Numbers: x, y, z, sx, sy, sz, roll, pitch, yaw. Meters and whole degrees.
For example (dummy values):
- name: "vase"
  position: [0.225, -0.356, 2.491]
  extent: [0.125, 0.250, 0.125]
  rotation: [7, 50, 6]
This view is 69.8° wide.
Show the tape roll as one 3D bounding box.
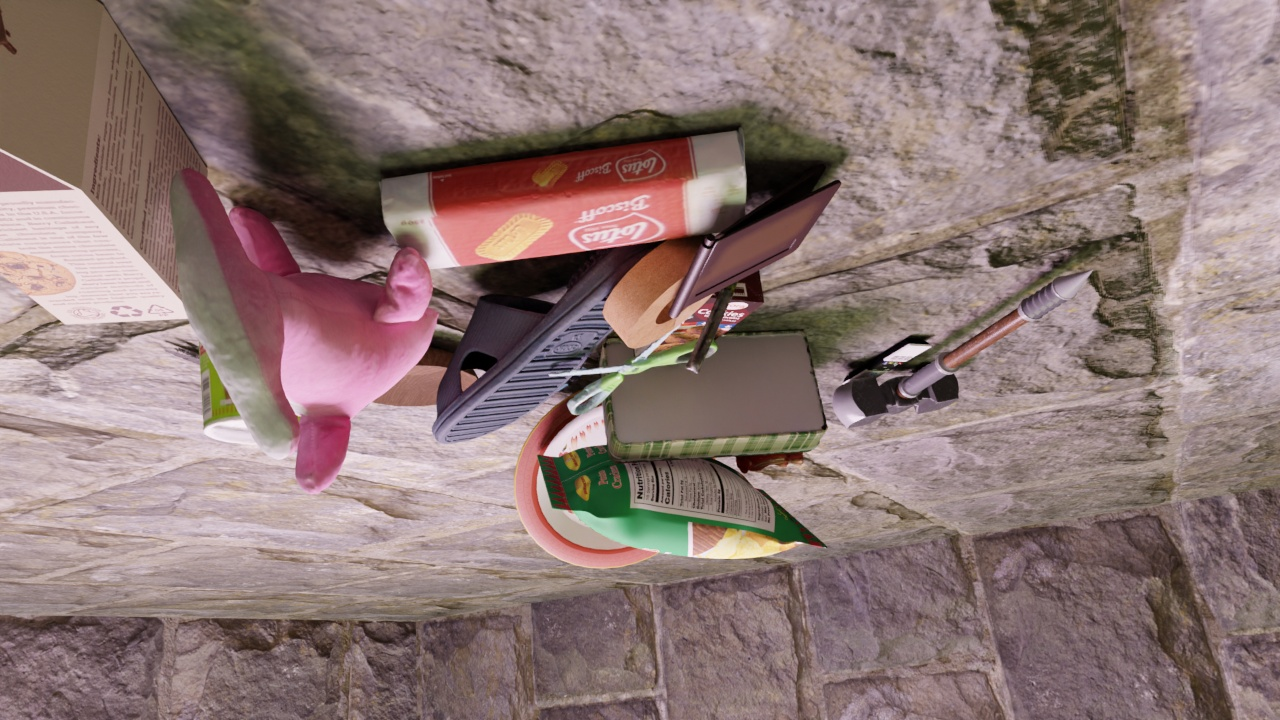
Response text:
- name: "tape roll"
  position: [0.019, -0.050, 0.643]
  extent: [0.094, 0.027, 0.094]
  rotation: [-37, 166, -11]

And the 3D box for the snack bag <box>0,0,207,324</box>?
- name: "snack bag"
  position: [-0.272, -0.101, 0.421]
  extent: [0.070, 0.094, 0.207]
  rotation: [-3, 160, -7]

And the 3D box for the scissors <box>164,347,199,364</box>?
- name: "scissors"
  position: [-0.372, 0.018, 0.843]
  extent: [0.169, 0.012, 0.133]
  rotation: [8, 155, -41]

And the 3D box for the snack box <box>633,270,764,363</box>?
- name: "snack box"
  position: [0.045, -0.038, 0.782]
  extent: [0.051, 0.031, 0.141]
  rotation: [4, 158, -25]

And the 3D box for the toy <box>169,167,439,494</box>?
- name: "toy"
  position: [-0.186, -0.023, 0.561]
  extent: [0.128, 0.186, 0.266]
  rotation: [-20, 176, -4]

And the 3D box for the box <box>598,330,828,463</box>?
- name: "box"
  position: [0.066, 0.033, 0.863]
  extent: [0.205, 0.117, 0.050]
  rotation: [-4, 151, -10]

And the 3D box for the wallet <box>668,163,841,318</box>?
- name: "wallet"
  position: [0.074, -0.077, 0.604]
  extent: [0.115, 0.018, 0.092]
  rotation: [-33, 165, -25]

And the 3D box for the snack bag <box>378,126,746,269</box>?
- name: "snack bag"
  position: [-0.044, -0.098, 0.579]
  extent: [0.225, 0.041, 0.077]
  rotation: [-6, 159, 3]

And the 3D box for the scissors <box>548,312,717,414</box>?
- name: "scissors"
  position: [-0.005, 0.005, 0.751]
  extent: [0.171, 0.021, 0.173]
  rotation: [-6, 160, -38]

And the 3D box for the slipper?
- name: "slipper"
  position: [-0.084, -0.029, 0.703]
  extent: [0.264, 0.082, 0.101]
  rotation: [-41, 165, 27]

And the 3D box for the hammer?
- name: "hammer"
  position: [0.322, -0.012, 0.894]
  extent: [0.155, 0.043, 0.323]
  rotation: [-9, 161, -21]

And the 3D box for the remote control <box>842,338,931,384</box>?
- name: "remote control"
  position: [0.262, 0.002, 0.985]
  extent: [0.028, 0.011, 0.124]
  rotation: [2, 159, -21]

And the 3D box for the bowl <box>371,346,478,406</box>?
- name: "bowl"
  position: [-0.208, 0.011, 0.850]
  extent: [0.118, 0.030, 0.118]
  rotation: [-5, 160, -2]

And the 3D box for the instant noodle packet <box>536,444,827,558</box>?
- name: "instant noodle packet"
  position: [0.030, 0.135, 0.898]
  extent: [0.252, 0.090, 0.195]
  rotation: [10, -174, -11]

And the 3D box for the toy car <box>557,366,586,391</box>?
- name: "toy car"
  position: [-0.104, 0.016, 0.899]
  extent: [0.108, 0.027, 0.060]
  rotation: [-31, 150, 32]

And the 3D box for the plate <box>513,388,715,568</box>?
- name: "plate"
  position: [-0.027, 0.126, 1.018]
  extent: [0.229, 0.230, 0.021]
  rotation: [0, -160, -17]

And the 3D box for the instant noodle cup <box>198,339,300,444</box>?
- name: "instant noodle cup"
  position: [-0.288, 0.003, 0.691]
  extent: [0.099, 0.107, 0.099]
  rotation: [-5, 162, -2]

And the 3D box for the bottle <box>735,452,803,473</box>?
- name: "bottle"
  position: [0.130, 0.061, 0.966]
  extent: [0.099, 0.111, 0.099]
  rotation: [-5, 161, -2]

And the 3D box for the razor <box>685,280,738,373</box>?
- name: "razor"
  position: [0.060, -0.040, 0.695]
  extent: [0.026, 0.106, 0.042]
  rotation: [29, -172, 39]
